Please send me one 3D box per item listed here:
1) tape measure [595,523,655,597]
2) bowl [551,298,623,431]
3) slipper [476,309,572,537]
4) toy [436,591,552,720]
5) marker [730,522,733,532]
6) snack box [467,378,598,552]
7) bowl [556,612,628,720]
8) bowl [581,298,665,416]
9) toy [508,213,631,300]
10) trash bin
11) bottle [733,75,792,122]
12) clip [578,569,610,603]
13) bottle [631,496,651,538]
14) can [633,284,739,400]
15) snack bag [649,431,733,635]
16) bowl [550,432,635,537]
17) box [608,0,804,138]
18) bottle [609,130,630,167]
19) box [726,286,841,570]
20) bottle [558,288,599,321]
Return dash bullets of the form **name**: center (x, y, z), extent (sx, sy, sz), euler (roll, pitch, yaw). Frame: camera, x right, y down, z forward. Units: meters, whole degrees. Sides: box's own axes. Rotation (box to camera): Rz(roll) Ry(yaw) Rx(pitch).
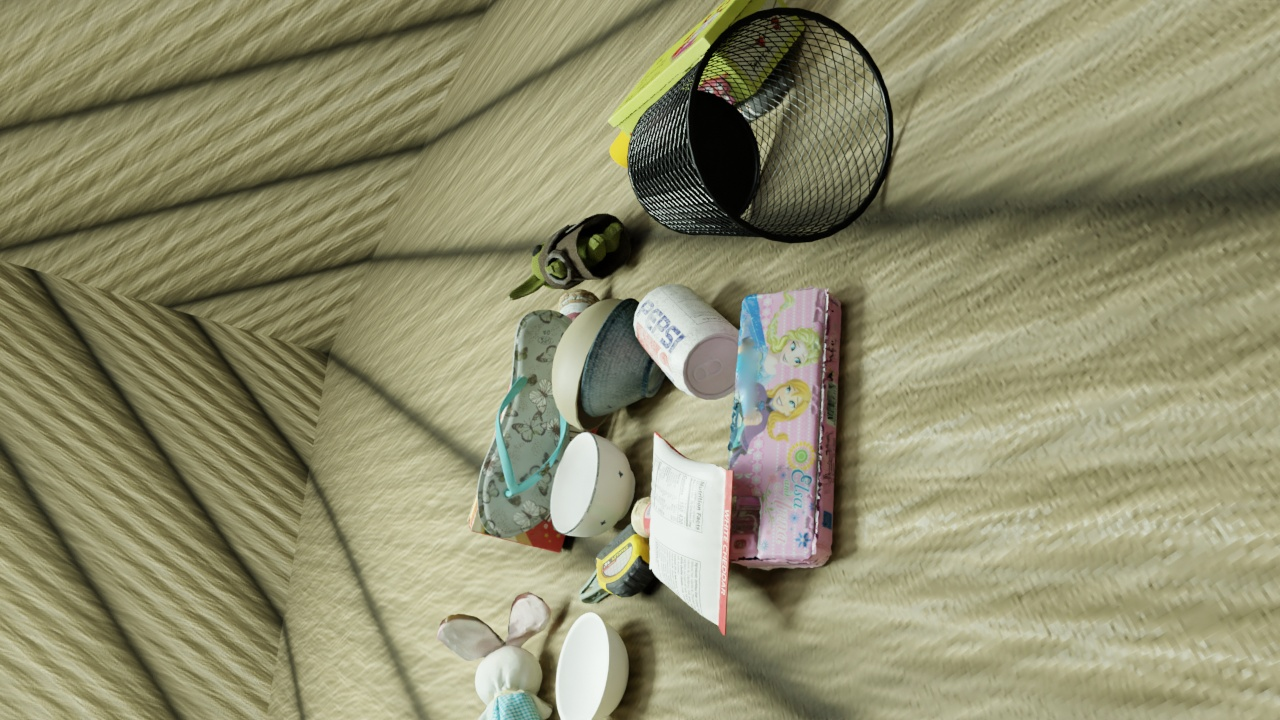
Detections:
- **tape measure**: center (-0.011, 0.204, 0.913), extent (0.066, 0.037, 0.064), euler (-47, 30, 10)
- **bowl**: center (-0.056, -0.001, 1.020), extent (0.151, 0.050, 0.153), euler (-54, -24, -39)
- **slipper**: center (-0.118, 0.075, 1.049), extent (0.055, 0.098, 0.268), euler (178, 105, -75)
- **toy**: center (-0.138, 0.379, 1.029), extent (0.106, 0.131, 0.205), euler (78, 171, -55)
- **marker**: center (0.075, 0.157, 0.798), extent (0.141, 0.016, 0.016), euler (-54, 30, 33)
- **snack box**: center (-0.120, 0.103, 1.107), extent (0.060, 0.113, 0.236), euler (-174, 102, -75)
- **bowl**: center (-0.040, 0.308, 0.903), extent (0.110, 0.040, 0.109), euler (-43, 37, 46)
- **bowl**: center (-0.006, 0.006, 0.991), extent (0.136, 0.057, 0.137), euler (-54, -25, -39)
- **toy**: center (-0.083, -0.140, 1.203), extent (0.153, 0.078, 0.178), euler (-12, 21, 48)
- **trash bin**: center (0.088, -0.193, 0.828), extent (0.210, 0.184, 0.184), euler (11, 83, 71)
- **bottle**: center (0.122, -0.274, 0.971), extent (0.113, 0.030, 0.030), euler (-14, 61, 61)
- **clip**: center (-0.041, 0.237, 0.976), extent (0.076, 0.023, 0.059), euler (-50, 31, 35)
- **bottle**: center (0.031, 0.150, 0.861), extent (0.109, 0.044, 0.044), euler (-13, 62, 62)
- **can**: center (0.048, -0.019, 0.896), extent (0.078, 0.078, 0.136), euler (-65, 26, 14)
- **snack bag**: center (0.036, 0.137, 0.763), extent (0.144, 0.039, 0.131), euler (-159, 69, -65)
- **bowl**: center (-0.047, 0.140, 1.001), extent (0.114, 0.063, 0.113), euler (-44, 36, 46)
- **box**: center (0.065, -0.317, 1.014), extent (0.124, 0.081, 0.221), euler (-54, 19, -22)
- **bottle**: center (0.012, -0.316, 1.207), extent (0.144, 0.043, 0.043), euler (-45, 36, 44)
- **box**: center (0.113, 0.048, 0.735), extent (0.085, 0.053, 0.230), euler (-15, 59, 43)
- **bottle**: center (-0.079, -0.036, 1.191), extent (0.056, 0.056, 0.105), euler (-48, 34, 41)
